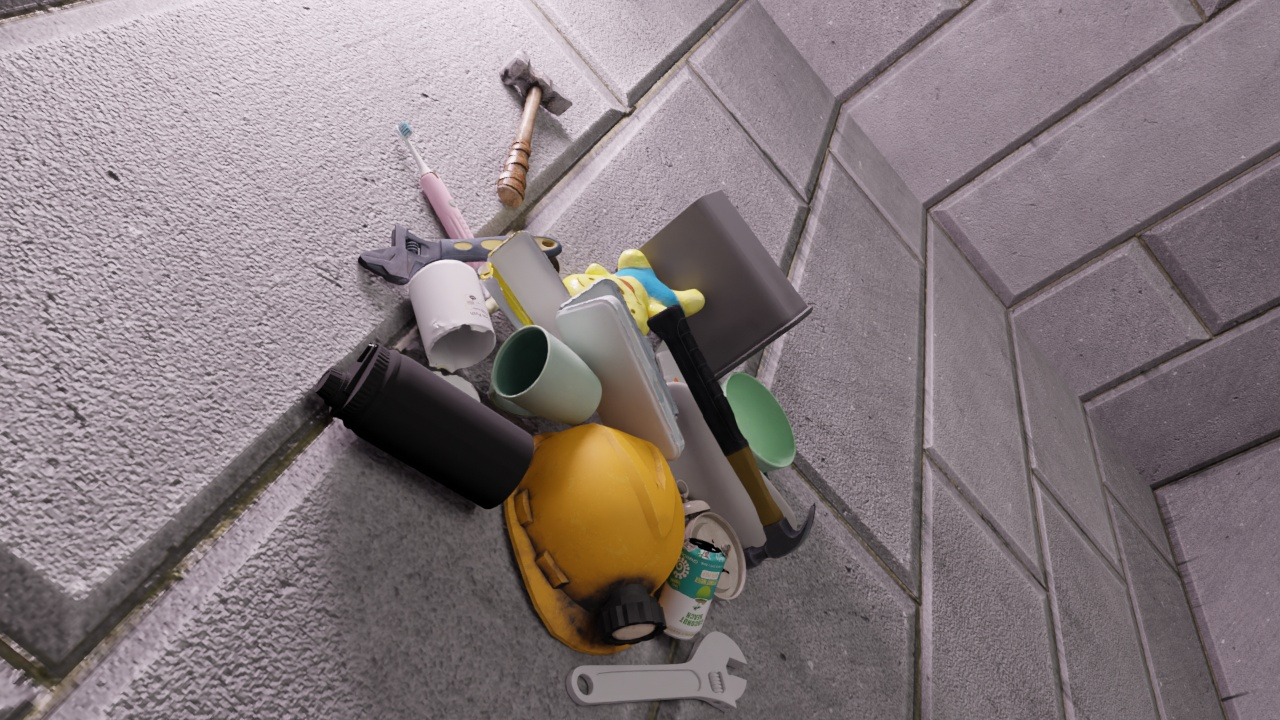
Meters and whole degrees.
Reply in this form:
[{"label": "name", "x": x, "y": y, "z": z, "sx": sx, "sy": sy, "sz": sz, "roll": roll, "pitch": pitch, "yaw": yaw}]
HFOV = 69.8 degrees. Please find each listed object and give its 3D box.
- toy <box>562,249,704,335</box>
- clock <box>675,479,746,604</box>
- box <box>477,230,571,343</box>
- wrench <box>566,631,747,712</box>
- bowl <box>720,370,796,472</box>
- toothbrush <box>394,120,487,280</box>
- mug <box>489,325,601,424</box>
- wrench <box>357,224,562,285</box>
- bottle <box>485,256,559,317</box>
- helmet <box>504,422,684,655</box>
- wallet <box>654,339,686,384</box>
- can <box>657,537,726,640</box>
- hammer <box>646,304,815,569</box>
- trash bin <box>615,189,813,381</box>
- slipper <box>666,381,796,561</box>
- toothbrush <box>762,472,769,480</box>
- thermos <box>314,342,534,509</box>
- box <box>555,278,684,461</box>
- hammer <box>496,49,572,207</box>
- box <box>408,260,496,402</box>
[{"label": "toy", "x": -0.024, "y": -0.073, "z": 1.225, "sx": 0.149, "sy": 0.084, "sz": 0.213, "roll": 37, "pitch": 34, "yaw": 14}, {"label": "clock", "x": 0.066, "y": 0.220, "z": 1.097, "sx": 0.103, "sy": 0.061, "sz": 0.156, "roll": 1, "pitch": 67, "yaw": -52}, {"label": "box", "x": -0.111, "y": -0.041, "z": 1.068, "sx": 0.210, "sy": 0.057, "sz": 0.117, "roll": 56, "pitch": 37, "yaw": -28}, {"label": "wrench", "x": 0.025, "y": 0.331, "z": 0.977, "sx": 0.273, "sy": 0.018, "sz": 0.086, "roll": 18, "pitch": 47, "yaw": -43}, {"label": "bowl", "x": 0.144, "y": 0.098, "z": 1.299, "sx": 0.151, "sy": 0.077, "sz": 0.150, "roll": 34, "pitch": 37, "yaw": -30}, {"label": "toothbrush", "x": -0.243, "y": -0.196, "z": 1.111, "sx": 0.222, "sy": 0.027, "sz": 0.027, "roll": 60, "pitch": 21, "yaw": 9}, {"label": "mug", "x": -0.109, "y": 0.028, "z": 0.996, "sx": 0.104, "sy": 0.111, "sz": 0.084, "roll": 37, "pitch": 37, "yaw": -45}, {"label": "wrench", "x": -0.199, "y": -0.127, "z": 1.062, "sx": 0.272, "sy": 0.022, "sz": 0.073, "roll": -9, "pitch": 63, "yaw": -43}, {"label": "bottle", "x": -0.155, "y": -0.084, "z": 1.103, "sx": 0.045, "sy": 0.045, "sz": 0.184, "roll": 50, "pitch": 32, "yaw": -7}, {"label": "helmet", "x": -0.025, "y": 0.162, "z": 0.964, "sx": 0.205, "sy": 0.132, "sz": 0.255, "roll": 22, "pitch": 43, "yaw": -40}, {"label": "wallet", "x": 0.044, "y": 0.013, "z": 1.257, "sx": 0.118, "sy": 0.038, "sz": 0.115, "roll": -18, "pitch": 91, "yaw": -61}, {"label": "can", "x": 0.054, "y": 0.250, "z": 1.007, "sx": 0.055, "sy": 0.101, "sz": 0.055, "roll": 19, "pitch": 6, "yaw": -2}, {"label": "hammer", "x": 0.105, "y": 0.086, "z": 1.119, "sx": 0.025, "sy": 0.118, "sz": 0.333, "roll": -20, "pitch": 82, "yaw": -61}, {"label": "trash bin", "x": 0.103, "y": -0.101, "z": 1.327, "sx": 0.220, "sy": 0.192, "sz": 0.097, "roll": 54, "pitch": 32, "yaw": 2}, {"label": "slipper", "x": 0.092, "y": 0.146, "z": 1.191, "sx": 0.112, "sy": 0.081, "sz": 0.266, "roll": -44, "pitch": 95, "yaw": -13}, {"label": "toothbrush", "x": 0.179, "y": 0.175, "z": 1.331, "sx": 0.017, "sy": 0.016, "sz": 0.189, "roll": 12, "pitch": 51, "yaw": -42}, {"label": "thermos", "x": -0.204, "y": 0.057, "z": 0.866, "sx": 0.198, "sy": 0.086, "sz": 0.086, "roll": 36, "pitch": 36, "yaw": -27}, {"label": "box", "x": -0.006, "y": 0.003, "z": 1.075, "sx": 0.126, "sy": 0.106, "sz": 0.215, "roll": -44, "pitch": 116, "yaw": -52}, {"label": "hammer", "x": -0.166, "y": -0.328, "z": 1.327, "sx": 0.121, "sy": 0.049, "sz": 0.317, "roll": 38, "pitch": 37, "yaw": -30}, {"label": "box", "x": -0.193, "y": -0.022, "z": 0.966, "sx": 0.083, "sy": 0.093, "sz": 0.166, "roll": 21, "pitch": 36, "yaw": -47}]
